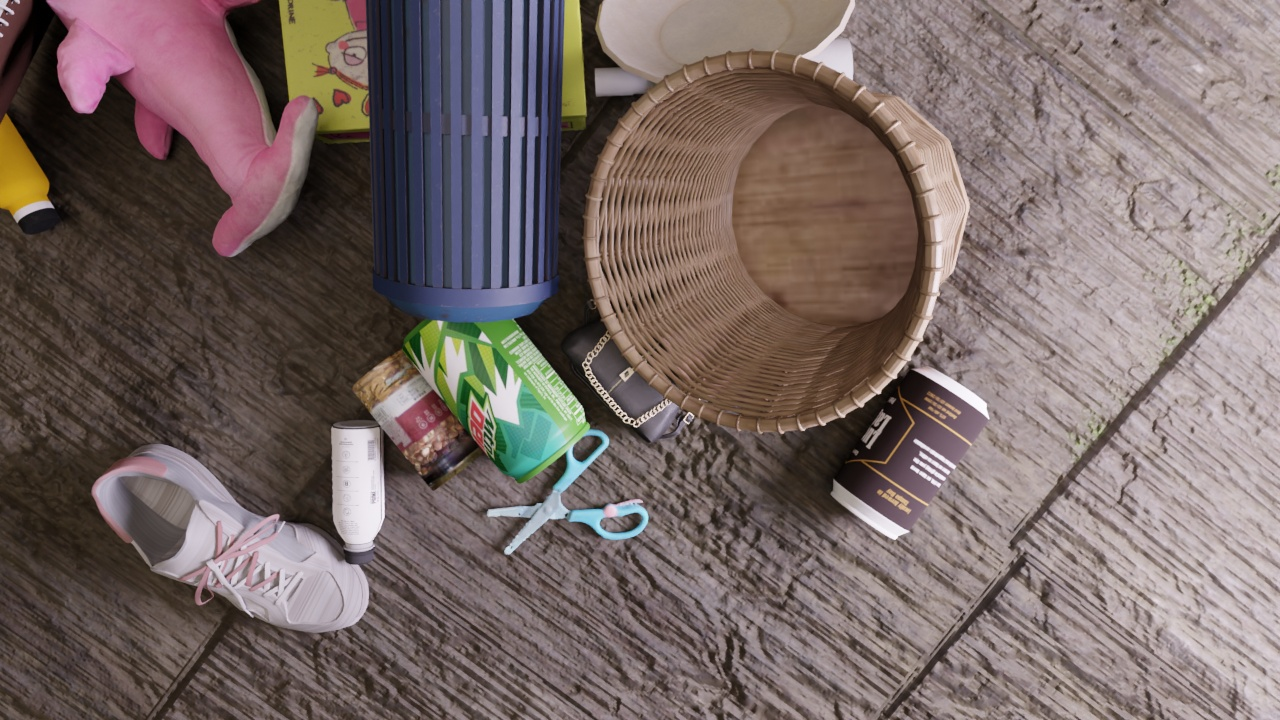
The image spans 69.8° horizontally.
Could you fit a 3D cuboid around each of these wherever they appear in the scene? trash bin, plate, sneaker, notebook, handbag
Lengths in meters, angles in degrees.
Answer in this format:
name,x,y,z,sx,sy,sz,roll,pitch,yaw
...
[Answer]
name,x,y,z,sx,sy,sz,roll,pitch,yaw
trash bin,-0.115,-0.158,0.608,0.139,0.139,0.250,3,107,-1
plate,0.063,-0.254,0.682,0.189,0.027,0.188,-6,53,7
sneaker,-0.332,0.153,0.732,0.236,0.089,0.099,32,94,-3
notebook,-0.439,-0.227,0.636,0.022,0.172,0.209,24,79,-28
handbag,-0.004,0.004,0.744,0.079,0.054,0.128,-43,91,-7

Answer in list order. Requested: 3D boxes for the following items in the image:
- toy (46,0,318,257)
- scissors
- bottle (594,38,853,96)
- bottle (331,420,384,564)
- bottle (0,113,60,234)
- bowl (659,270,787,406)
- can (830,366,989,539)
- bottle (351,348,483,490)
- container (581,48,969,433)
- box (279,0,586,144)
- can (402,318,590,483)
name,x,y,z,sx,sy,sz,roll,pitch,yaw
toy,-0.343,-0.205,0.659,0.187,0.127,0.265,-42,79,31
scissors,-0.064,0.108,0.768,0.139,0.015,0.118,-2,95,-6
bottle,0.062,-0.221,0.716,0.195,0.052,0.052,-2,95,0
bottle,-0.232,0.109,0.753,0.041,0.041,0.116,1,95,0
bottle,-0.511,-0.168,0.723,0.043,0.043,0.143,-30,95,2
bowl,0.058,-0.012,0.727,0.119,0.032,0.119,14,57,-24
can,0.215,0.073,0.736,0.072,0.072,0.128,34,95,-3
bottle,-0.178,0.047,0.739,0.056,0.056,0.105,-38,94,3
container,0.108,-0.088,0.623,0.227,0.195,0.227,9,109,28
box,-0.151,-0.234,0.702,0.221,0.079,0.124,-1,96,1
can,-0.112,0.019,0.723,0.083,0.083,0.144,-38,95,3
